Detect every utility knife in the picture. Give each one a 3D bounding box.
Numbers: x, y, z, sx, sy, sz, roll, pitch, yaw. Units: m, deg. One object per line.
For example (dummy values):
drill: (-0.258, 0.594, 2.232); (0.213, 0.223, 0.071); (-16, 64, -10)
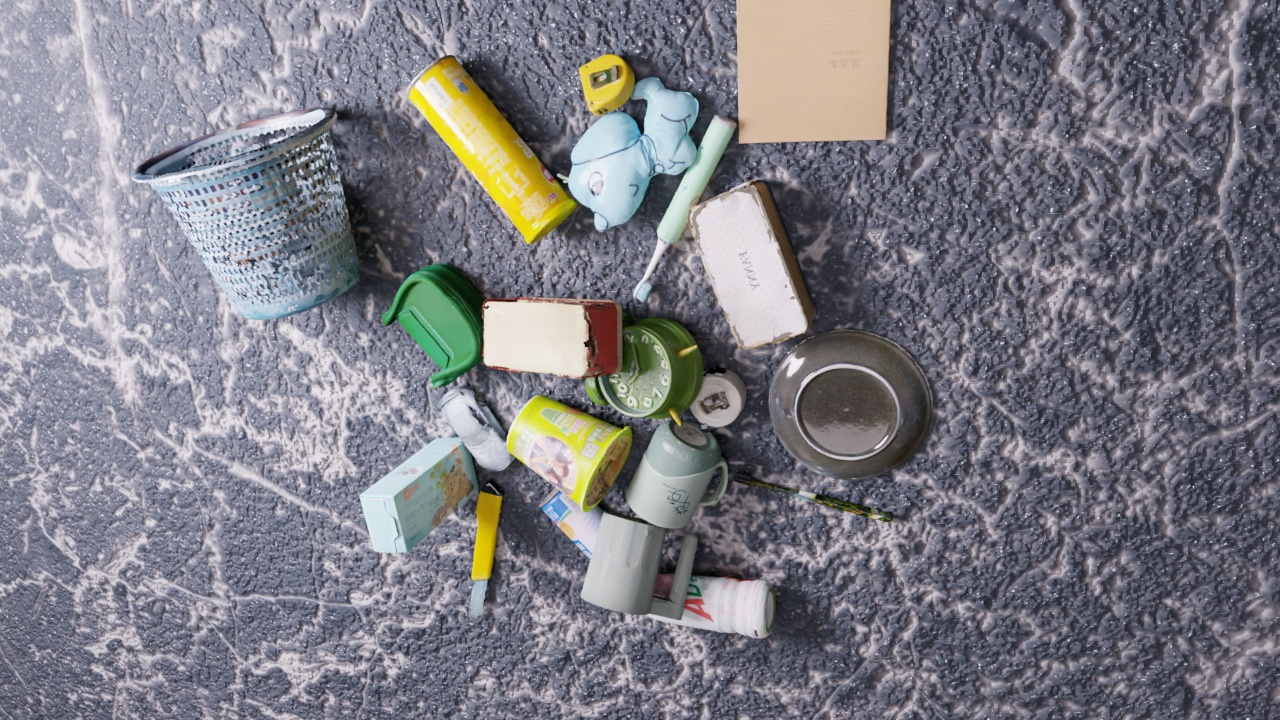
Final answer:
utility knife: (-0.211, 0.256, 1.229); (0.033, 0.015, 0.215); (15, 110, 12)

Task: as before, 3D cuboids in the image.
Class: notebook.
notebook: (0.170, -0.325, 0.906); (0.150, 0.012, 0.212); (3, 109, 16)

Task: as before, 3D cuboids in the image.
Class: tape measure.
tape measure: (0.087, 0.042, 1.049); (0.066, 0.033, 0.066); (-26, 100, 24)
tape measure: (-0.036, -0.292, 0.962); (0.057, 0.029, 0.060); (-20, 70, 23)

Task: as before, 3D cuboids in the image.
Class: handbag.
handbag: (-0.243, -0.042, 1.107); (0.120, 0.067, 0.131); (-41, 92, 26)

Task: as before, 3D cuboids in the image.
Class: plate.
plate: (0.228, 0.054, 1.012); (0.179, 0.024, 0.180); (6, 111, 16)

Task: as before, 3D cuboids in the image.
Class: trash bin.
trash bin: (-0.429, -0.163, 1.063); (0.227, 0.225, 0.195); (-3, 120, 19)

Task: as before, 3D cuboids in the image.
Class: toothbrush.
toothbrush: (0.199, 0.158, 1.062); (0.186, 0.017, 0.012); (14, 75, 13)
toothbrush: (0.042, -0.161, 0.995); (0.027, 0.026, 0.225); (40, 117, 24)

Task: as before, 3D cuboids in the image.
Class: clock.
clock: (-0.006, 0.006, 1.040); (0.161, 0.056, 0.116); (19, 106, 32)

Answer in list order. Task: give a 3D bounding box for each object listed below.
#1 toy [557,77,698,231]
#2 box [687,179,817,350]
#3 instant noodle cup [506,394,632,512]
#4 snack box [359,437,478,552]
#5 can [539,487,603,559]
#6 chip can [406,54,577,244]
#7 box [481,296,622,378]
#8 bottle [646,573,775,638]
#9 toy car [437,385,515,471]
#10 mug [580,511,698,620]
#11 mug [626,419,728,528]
toy: (-0.014, -0.219, 0.982); (0.156, 0.049, 0.161); (3, 96, 21)
box: (0.122, -0.095, 0.976); (0.090, 0.061, 0.184); (-16, 105, 23)
instant noodle cup: (-0.089, 0.101, 1.092); (0.123, 0.111, 0.112); (28, 115, 15)
snack box: (-0.267, 0.162, 1.129); (0.052, 0.174, 0.074); (-1, 109, 21)
can: (-0.061, 0.211, 1.145); (0.134, 0.053, 0.053); (46, 115, -1)
chip can: (-0.164, -0.231, 1.013); (0.072, 0.071, 0.213); (-39, 94, 25)
box: (-0.107, -0.025, 1.029); (0.169, 0.076, 0.091); (5, 98, 39)
bottle: (0.063, 0.296, 1.128); (0.197, 0.068, 0.068); (1, 109, 21)
toy car: (-0.206, 0.088, 1.160); (0.054, 0.036, 0.120); (-31, 100, 24)
mug: (0.001, 0.242, 1.081); (0.124, 0.084, 0.103); (14, 85, -10)
mug: (0.053, 0.132, 1.071); (0.111, 0.082, 0.106); (15, 115, -20)
